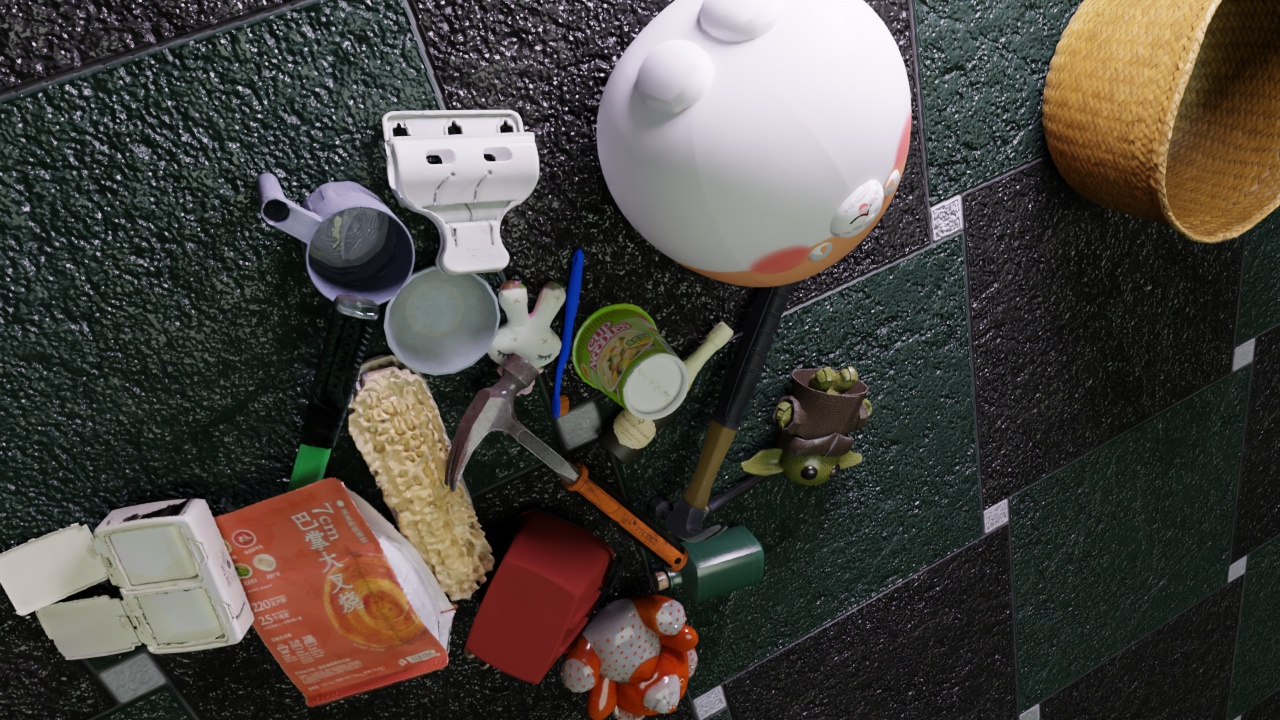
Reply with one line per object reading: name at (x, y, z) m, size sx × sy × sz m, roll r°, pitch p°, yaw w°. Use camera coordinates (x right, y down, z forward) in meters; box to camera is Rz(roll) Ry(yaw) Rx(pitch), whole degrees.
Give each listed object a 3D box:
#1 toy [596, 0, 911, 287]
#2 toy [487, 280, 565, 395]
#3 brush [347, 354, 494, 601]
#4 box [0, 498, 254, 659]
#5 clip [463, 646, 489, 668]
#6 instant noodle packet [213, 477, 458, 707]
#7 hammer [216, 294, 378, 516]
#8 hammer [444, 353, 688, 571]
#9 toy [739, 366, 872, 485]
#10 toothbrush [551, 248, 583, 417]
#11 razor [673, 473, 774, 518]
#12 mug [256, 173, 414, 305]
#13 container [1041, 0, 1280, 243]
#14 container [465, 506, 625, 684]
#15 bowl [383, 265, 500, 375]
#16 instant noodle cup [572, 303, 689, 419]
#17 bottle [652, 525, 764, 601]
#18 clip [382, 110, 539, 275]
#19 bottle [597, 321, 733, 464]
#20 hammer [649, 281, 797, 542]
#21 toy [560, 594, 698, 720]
toy at (0.107, -0.187, 0.800) m, size 0.263 × 0.265 × 0.280 m, roll -44°, pitch 139°, yaw 1°
toy at (-0.112, -0.021, 0.901) m, size 0.079 × 0.038 × 0.123 m, roll -4°, pitch 117°, yaw -32°
brush at (-0.216, 0.120, 0.904) m, size 0.083 × 0.056 × 0.271 m, roll -21°, pitch 120°, yaw -14°
box at (-0.456, 0.205, 0.817) m, size 0.184 × 0.050 × 0.144 m, roll -10°, pitch 112°, yaw 4°
clip at (-0.167, 0.324, 1.042) m, size 0.060 × 0.024 × 0.041 m, roll -34°, pitch 123°, yaw -13°
instant noodle packet at (-0.296, 0.212, 0.860) m, size 0.164 × 0.083 × 0.221 m, roll -19°, pitch 122°, yaw 12°
hammer at (-0.284, 0.071, 0.802) m, size 0.130 × 0.032 × 0.320 m, roll 15°, pitch 127°, yaw -20°
hammer at (-0.062, 0.140, 0.938) m, size 0.314 × 0.035 × 0.137 m, roll 44°, pitch 79°, yaw -31°
toy at (0.209, 0.076, 1.077) m, size 0.179 × 0.078 × 0.153 m, roll -1°, pitch 114°, yaw -29°
toothbrush at (-0.072, -0.025, 0.931) m, size 0.018 × 0.016 × 0.183 m, roll -3°, pitch 114°, yaw -31°
razor at (0.102, 0.163, 1.099) m, size 0.144 × 0.022 × 0.043 m, roll -26°, pitch 123°, yaw -13°
mug at (-0.254, -0.108, 0.752) m, size 0.124 × 0.104 × 0.084 m, roll 29°, pitch 98°, yaw -33°
container at (0.610, -0.302, 1.028) m, size 0.306 × 0.196 × 0.307 m, roll -10°, pitch 115°, yaw -23°
container at (-0.099, 0.243, 0.997) m, size 0.127 × 0.200 × 0.148 m, roll 25°, pitch 102°, yaw 5°
bowl at (-0.187, -0.043, 0.853) m, size 0.106 × 0.039 × 0.106 m, roll -10°, pitch 117°, yaw -22°
instant noodle cup at (-0.005, 0.005, 0.923) m, size 0.098 × 0.108 × 0.099 m, roll -10°, pitch 116°, yaw -21°
bottle at (0.077, 0.249, 1.102) m, size 0.131 × 0.061 × 0.061 m, roll -12°, pitch 119°, yaw -21°
clip at (-0.148, -0.146, 0.785) m, size 0.126 × 0.096 × 0.152 m, roll -7°, pitch 84°, yaw -20°
bottle at (0.032, 0.031, 0.990) m, size 0.184 × 0.045 × 0.045 m, roll -47°, pitch 124°, yaw 0°
hammer at (0.101, 0.044, 1.002) m, size 0.025 × 0.118 × 0.333 m, roll 15°, pitch 100°, yaw -34°
toy at (0.000, 0.367, 1.102) m, size 0.163 × 0.093 × 0.172 m, roll -36°, pitch 125°, yaw -8°
